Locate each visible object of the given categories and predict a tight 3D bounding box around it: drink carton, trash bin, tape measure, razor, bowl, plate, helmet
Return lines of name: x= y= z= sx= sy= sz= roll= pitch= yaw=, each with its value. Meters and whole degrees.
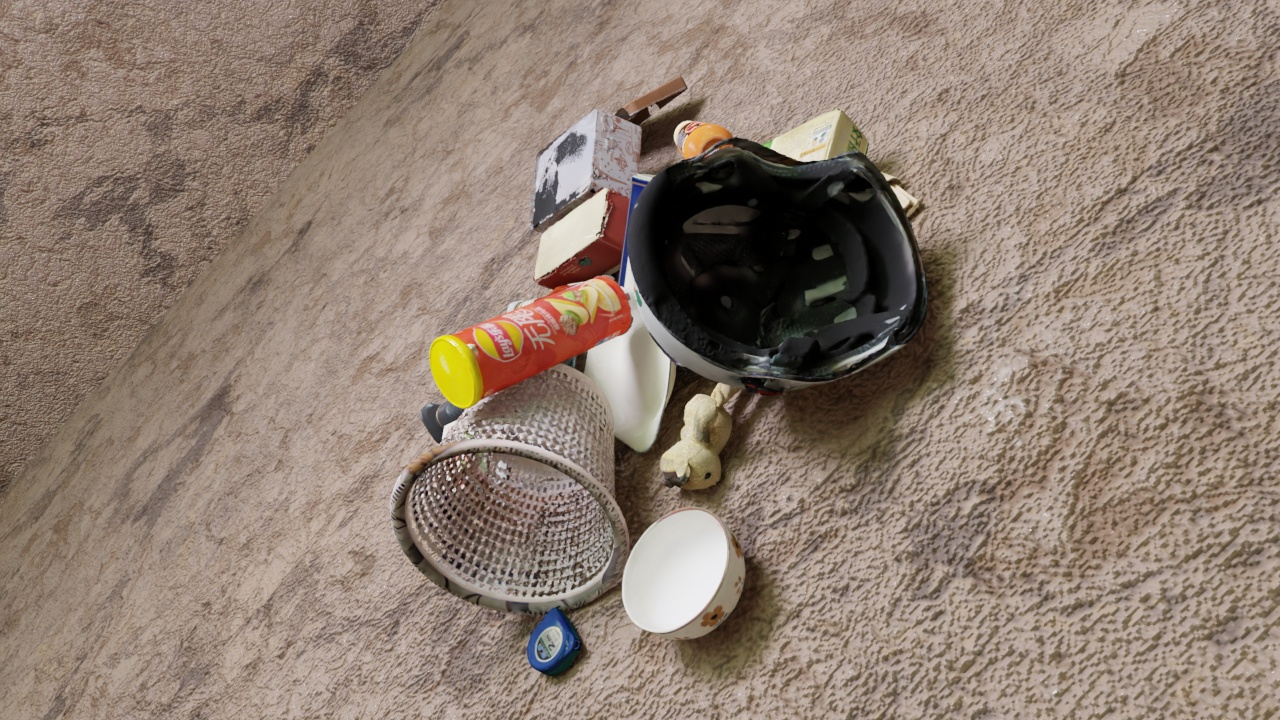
drink carton: x=-0.222 y=0.131 z=1.152 sx=0.054 sy=0.045 sz=0.122 roll=-24 pitch=41 yaw=23
trash bin: x=-0.113 y=0.111 z=0.929 sx=0.228 sy=0.227 sz=0.191 roll=-30 pitch=26 yaw=25
tape measure: x=-0.083 y=0.273 z=0.879 sx=0.054 sy=0.025 sz=0.058 roll=-49 pitch=36 yaw=2
razor: x=-0.215 y=0.051 z=1.224 sx=0.168 sy=0.062 sz=0.067 roll=-31 pitch=7 yaw=16
bowl: x=0.046 y=0.189 z=0.786 sx=0.114 sy=0.062 sz=0.113 roll=-30 pitch=38 yaw=27
plate: x=-0.006 y=0.006 z=0.997 sx=0.164 sy=0.034 sz=0.164 roll=29 pitch=113 yaw=54
helmet: x=0.110 y=-0.069 z=0.832 sx=0.157 sy=0.273 sz=0.229 roll=119 pitch=141 yaw=-67

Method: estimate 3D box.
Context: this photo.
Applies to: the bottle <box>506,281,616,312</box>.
bottle: x=-0.104 y=-0.069 z=1.205 sx=0.206 sy=0.060 sz=0.059 roll=-3 pitch=55 yaw=47

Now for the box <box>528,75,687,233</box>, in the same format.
box: x=-0.054 y=-0.300 z=1.307 sx=0.179 sy=0.126 sz=0.272 roll=-20 pitch=37 yaw=53

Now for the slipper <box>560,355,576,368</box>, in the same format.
slipper: x=-0.122 y=0.002 z=1.065 sx=0.104 sy=0.074 sz=0.245 roll=-22 pitch=-7 yaw=2

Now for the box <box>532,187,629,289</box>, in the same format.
box: x=-0.075 y=-0.156 z=1.200 sx=0.169 sy=0.079 sz=0.091 roll=-25 pitch=50 yaw=49

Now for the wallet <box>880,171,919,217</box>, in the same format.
wallet: x=0.232 y=-0.162 z=0.957 sx=0.087 sy=0.024 sz=0.115 roll=-41 pitch=34 yaw=9

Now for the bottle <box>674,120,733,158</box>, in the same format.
bottle: x=0.078 y=-0.289 z=1.221 sx=0.067 sy=0.067 sz=0.149 roll=-44 pitch=28 yaw=7

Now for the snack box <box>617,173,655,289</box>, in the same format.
snack box: x=0.042 y=-0.098 z=0.996 sx=0.178 sy=0.045 sz=0.183 roll=30 pitch=116 yaw=52

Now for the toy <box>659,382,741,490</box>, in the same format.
toy: x=0.074 y=0.058 z=0.892 sx=0.157 sy=0.066 sz=0.105 roll=-56 pitch=2 yaw=-17

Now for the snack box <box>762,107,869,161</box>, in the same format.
snack box: x=0.133 y=-0.179 z=1.022 sx=0.241 sy=0.063 sz=0.114 roll=-19 pitch=43 yaw=46

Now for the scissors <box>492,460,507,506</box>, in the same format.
scissors: x=-0.164 y=0.104 z=1.134 sx=0.135 sy=0.014 sz=0.175 roll=-33 pitch=57 yaw=-20

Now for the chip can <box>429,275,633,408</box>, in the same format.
chip can: x=-0.103 y=-0.023 z=0.911 sx=0.073 sy=0.073 sz=0.216 roll=-5 pitch=16 yaw=45
